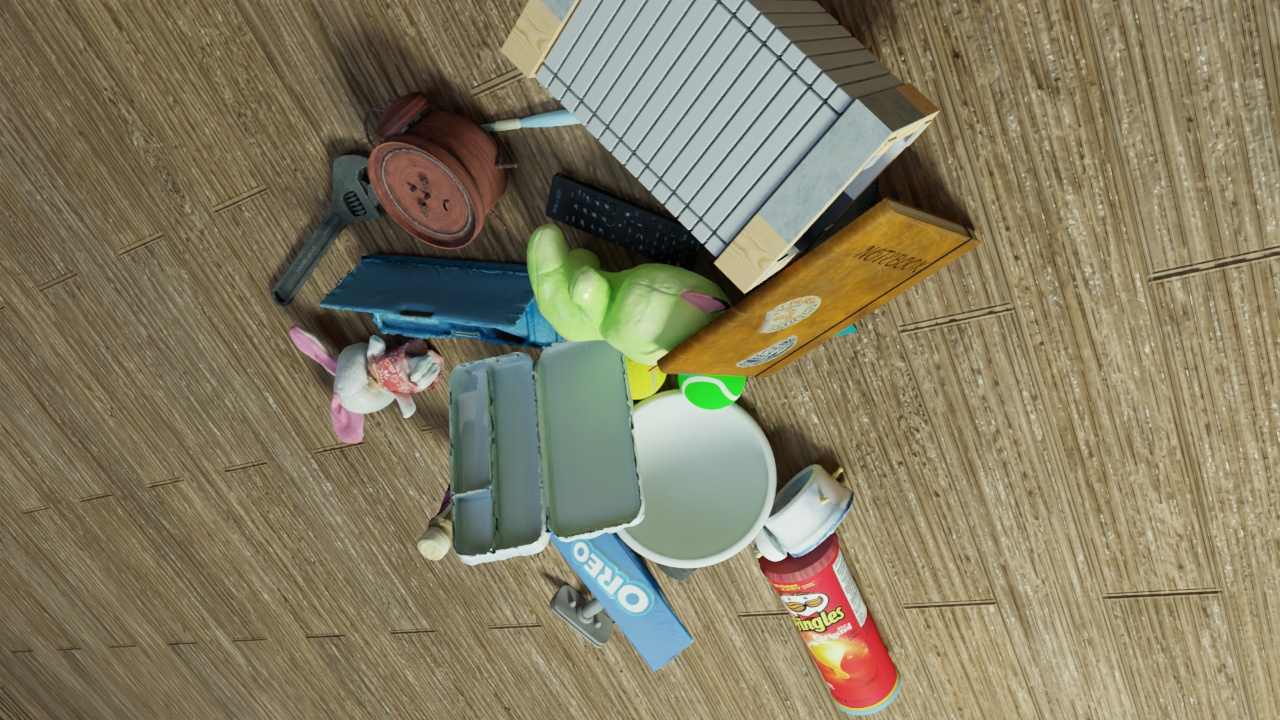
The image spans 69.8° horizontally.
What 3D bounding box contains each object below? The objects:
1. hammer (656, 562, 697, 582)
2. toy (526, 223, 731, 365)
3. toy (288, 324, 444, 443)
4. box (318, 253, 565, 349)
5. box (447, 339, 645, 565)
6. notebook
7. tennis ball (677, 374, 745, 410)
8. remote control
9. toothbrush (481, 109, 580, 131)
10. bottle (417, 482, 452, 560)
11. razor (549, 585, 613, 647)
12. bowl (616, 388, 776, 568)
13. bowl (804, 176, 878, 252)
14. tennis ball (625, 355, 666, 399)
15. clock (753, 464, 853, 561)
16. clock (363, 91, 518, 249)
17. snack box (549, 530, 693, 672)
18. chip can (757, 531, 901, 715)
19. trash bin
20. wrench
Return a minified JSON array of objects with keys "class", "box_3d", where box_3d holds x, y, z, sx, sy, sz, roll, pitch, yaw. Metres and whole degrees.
[{"class":"hammer","box_3d":[-0.032,0.105,1.014,0.322,0.042,0.156,40,129,-2]},{"class":"toy","box_3d":[-0.006,-0.048,0.828,0.197,0.150,0.107,27,90,20]},{"class":"toy","box_3d":[-0.305,0.020,1.050,0.195,0.084,0.159,-5,114,29]},{"class":"box","box_3d":[-0.201,-0.044,0.940,0.232,0.111,0.094,8,124,20]},{"class":"box","box_3d":[-0.094,0.076,0.863,0.191,0.209,0.045,-16,150,10]},{"class":"notebook","box_3d":[0.145,-0.044,0.764,0.250,0.178,0.014,-36,66,35]},{"class":"tennis ball","box_3d":[0.069,0.015,0.885,0.065,0.065,0.065,12,126,17]},{"class":"remote control","box_3d":[-0.014,-0.130,0.855,0.150,0.022,0.047,24,128,6]},{"class":"toothbrush","box_3d":[-0.096,-0.217,0.834,0.155,0.016,0.022,-1,122,25]},{"class":"bottle","box_3d":[-0.196,0.159,1.041,0.060,0.165,0.060,12,126,17]},{"class":"razor","box_3d":[-0.046,0.299,1.152,0.088,0.047,0.116,41,121,-6]},{"class":"bowl","box_3d":[0.047,0.120,0.933,0.176,0.176,0.066,25,172,7]},{"class":"bowl","box_3d":[0.140,-0.132,0.760,0.110,0.055,0.110,12,126,16]},{"class":"tennis ball","box_3d":[-0.005,0.005,0.912,0.065,0.065,0.065,12,126,17]},{"class":"clock","box_3d":[0.159,0.158,0.927,0.052,0.088,0.126,43,127,-1]},{"class":"clock","box_3d":[-0.196,-0.180,0.857,0.158,0.072,0.121,30,144,4]},{"class":"snack box","box_3d":[-0.051,0.191,0.987,0.056,0.195,0.239,-37,107,-5]},{"class":"chip can","box_3d":[0.206,0.277,0.989,0.087,0.086,0.213,-14,116,31]},{"class":"trash bin","box_3d":[0.058,-0.199,0.653,0.247,0.142,0.143,46,124,7]},{"class":"wrench","box_3d":[-0.349,-0.135,1.008,0.073,0.018,0.274,46,130,-9]}]
